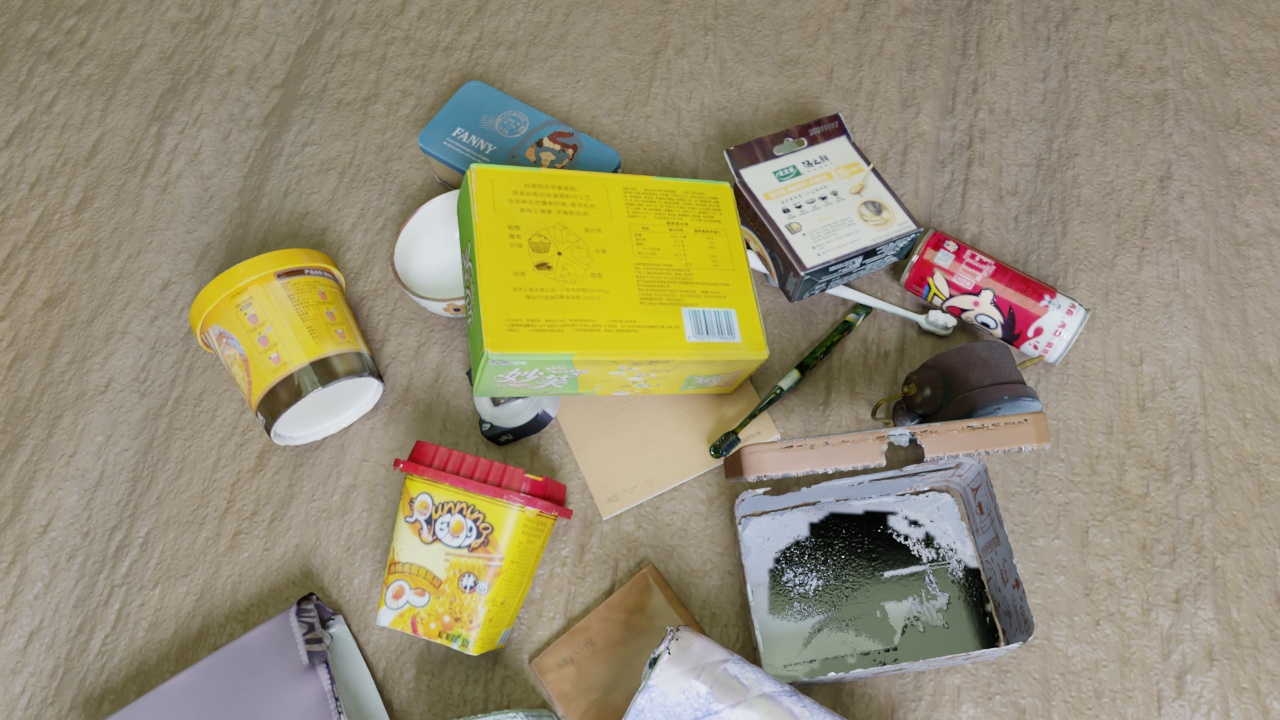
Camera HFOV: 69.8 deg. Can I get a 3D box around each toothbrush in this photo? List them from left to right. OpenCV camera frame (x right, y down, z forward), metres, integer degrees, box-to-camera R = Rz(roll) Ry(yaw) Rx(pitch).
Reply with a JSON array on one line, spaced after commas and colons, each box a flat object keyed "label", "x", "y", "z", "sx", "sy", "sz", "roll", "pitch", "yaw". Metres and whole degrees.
[{"label": "toothbrush", "x": 0.120, "y": 0.013, "z": 0.706, "sx": 0.185, "sy": 0.017, "sz": 0.012, "roll": -41, "pitch": 100, "yaw": -20}, {"label": "toothbrush", "x": 0.162, "y": -0.056, "z": 0.727, "sx": 0.180, "sy": 0.016, "sz": 0.016, "roll": 20, "pitch": 62, "yaw": 6}]

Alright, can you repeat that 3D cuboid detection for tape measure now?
[{"label": "tape measure", "x": -0.097, "y": 0.026, "z": 0.716, "sx": 0.066, "sy": 0.033, "sz": 0.065, "roll": -22, "pitch": 68, "yaw": 6}]

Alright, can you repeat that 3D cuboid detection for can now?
[{"label": "can", "x": 0.273, "y": -0.050, "z": 0.711, "sx": 0.133, "sy": 0.053, "sz": 0.053, "roll": 32, "pitch": 72, "yaw": 17}]

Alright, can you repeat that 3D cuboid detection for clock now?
[{"label": "clock", "x": 0.228, "y": 0.029, "z": 0.665, "sx": 0.122, "sy": 0.082, "sz": 0.055, "roll": -11, "pitch": 61, "yaw": -1}]

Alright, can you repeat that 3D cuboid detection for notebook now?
[{"label": "notebook", "x": -0.004, "y": 0.004, "z": 0.735, "sx": 0.149, "sy": 0.012, "sz": 0.211, "roll": -25, "pitch": 66, "yaw": -5}]

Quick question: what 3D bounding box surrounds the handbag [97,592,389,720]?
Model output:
[{"label": "handbag", "x": -0.269, "y": 0.263, "z": 0.596, "sx": 0.197, "sy": 0.098, "sz": 0.145, "roll": -33, "pitch": 52, "yaw": -8}]

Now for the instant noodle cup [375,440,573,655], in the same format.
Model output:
[{"label": "instant noodle cup", "x": -0.120, "y": 0.131, "z": 0.641, "sx": 0.116, "sy": 0.116, "sz": 0.123, "roll": 14, "pitch": 80, "yaw": 10}]

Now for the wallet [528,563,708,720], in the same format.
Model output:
[{"label": "wallet", "x": -0.006, "y": 0.216, "z": 0.638, "sx": 0.115, "sy": 0.020, "sz": 0.101, "roll": -38, "pitch": 67, "yaw": -9}]

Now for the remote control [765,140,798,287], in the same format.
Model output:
[{"label": "remote control", "x": 0.121, "y": -0.125, "z": 0.775, "sx": 0.056, "sy": 0.020, "sz": 0.135, "roll": -11, "pitch": 66, "yaw": 0}]

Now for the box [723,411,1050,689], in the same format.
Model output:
[{"label": "box", "x": 0.153, "y": 0.110, "z": 0.574, "sx": 0.183, "sy": 0.193, "sz": 0.156, "roll": -10, "pitch": 67, "yaw": 1}]

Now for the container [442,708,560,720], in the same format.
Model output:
[{"label": "container", "x": -0.097, "y": 0.267, "z": 0.572, "sx": 0.090, "sy": 0.111, "sz": 0.090, "roll": -10, "pitch": 66, "yaw": 1}]

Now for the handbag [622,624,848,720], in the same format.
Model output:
[{"label": "handbag", "x": 0.075, "y": 0.255, "z": 0.550, "sx": 0.194, "sy": 0.134, "sz": 0.075, "roll": 29, "pitch": 27, "yaw": 9}]

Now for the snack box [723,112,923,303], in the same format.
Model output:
[{"label": "snack box", "x": 0.139, "y": -0.122, "z": 0.727, "sx": 0.113, "sy": 0.053, "sz": 0.125, "roll": -21, "pitch": 62, "yaw": -17}]

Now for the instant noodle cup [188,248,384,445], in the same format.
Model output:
[{"label": "instant noodle cup", "x": -0.265, "y": -0.007, "z": 0.710, "sx": 0.118, "sy": 0.118, "sz": 0.114, "roll": -32, "pitch": 75, "yaw": -9}]

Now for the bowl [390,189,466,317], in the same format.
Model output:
[{"label": "bowl", "x": -0.140, "y": -0.079, "z": 0.752, "sx": 0.113, "sy": 0.062, "sz": 0.113, "roll": -4, "pitch": 60, "yaw": 7}]

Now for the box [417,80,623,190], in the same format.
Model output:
[{"label": "box", "x": -0.106, "y": -0.170, "z": 0.795, "sx": 0.184, "sy": 0.060, "sz": 0.089, "roll": 29, "pitch": 71, "yaw": 14}]

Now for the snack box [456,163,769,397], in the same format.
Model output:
[{"label": "snack box", "x": -0.024, "y": -0.057, "z": 0.679, "sx": 0.209, "sy": 0.070, "sz": 0.157, "roll": 0, "pitch": 65, "yaw": -19}]
